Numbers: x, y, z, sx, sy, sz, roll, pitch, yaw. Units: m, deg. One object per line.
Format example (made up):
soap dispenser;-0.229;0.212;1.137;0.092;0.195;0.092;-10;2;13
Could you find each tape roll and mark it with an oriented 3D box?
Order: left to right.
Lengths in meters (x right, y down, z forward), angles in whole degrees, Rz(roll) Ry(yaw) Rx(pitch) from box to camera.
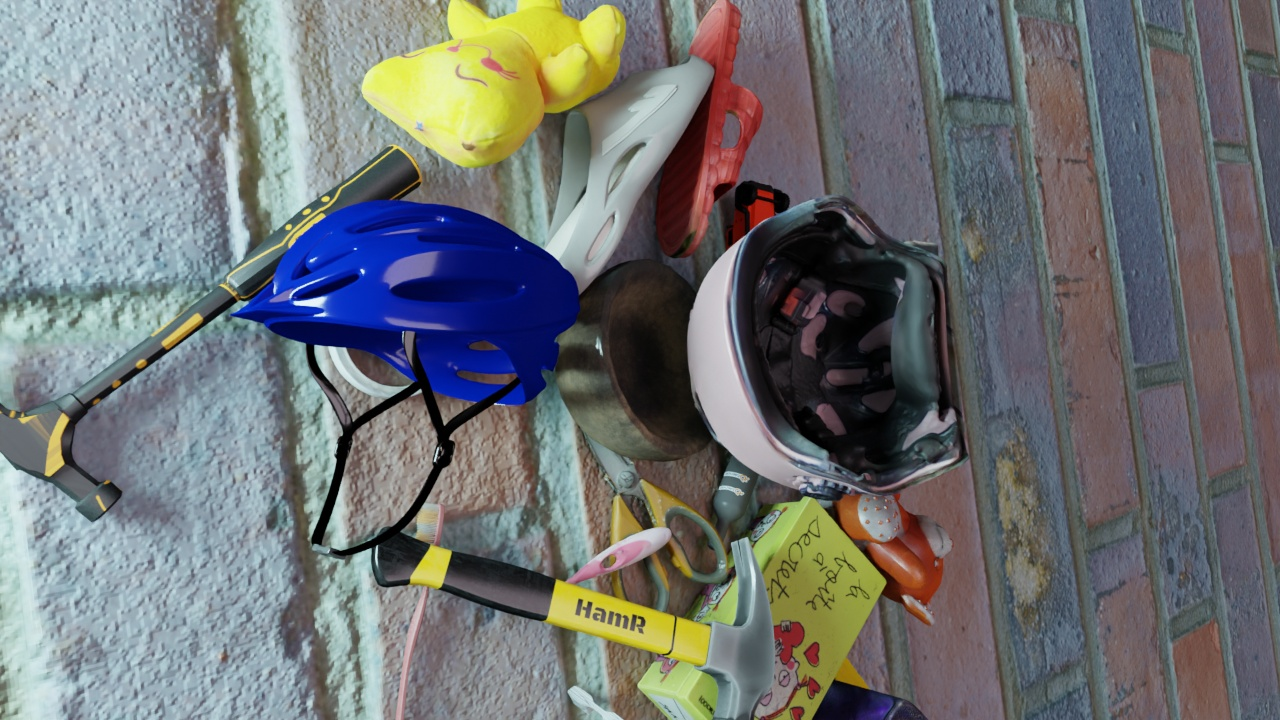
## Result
tape roll;-0.181;-0.018;0.670;0.093;0.013;0.093;5;82;-35

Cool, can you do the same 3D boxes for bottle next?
bottle;0.086;0.121;0.839;0.030;0.030;0.112;36;65;-28

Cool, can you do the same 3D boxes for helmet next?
helmet;-0.139;0.012;0.596;0.241;0.148;0.227;10;81;-44
helmet;0.133;-0.002;0.730;0.255;0.153;0.230;2;77;-36

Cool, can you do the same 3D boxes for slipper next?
slipper;-0.033;-0.163;0.747;0.080;0.113;0.265;34;71;-16
slipper;0.068;-0.206;0.819;0.059;0.104;0.248;15;73;-19

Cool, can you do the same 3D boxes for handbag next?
handbag;0.186;0.424;0.821;0.205;0.126;0.221;51;60;-20

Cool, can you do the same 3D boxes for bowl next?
bowl;-0.004;0.004;0.741;0.162;0.070;0.162;23;59;-46

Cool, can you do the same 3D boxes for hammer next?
hammer;-0.269;-0.048;0.600;0.319;0.036;0.123;-46;111;-28
hammer;-0.040;0.182;0.684;0.324;0.034;0.169;21;63;-17

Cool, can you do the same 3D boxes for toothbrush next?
toothbrush;-0.164;0.195;0.660;0.015;0.015;0.184;13;78;-31
toothbrush;-0.032;0.167;0.744;0.134;0.016;0.021;-22;93;-26
toothbrush;-0.008;0.270;0.661;0.010;0.182;0.010;-31;106;-26

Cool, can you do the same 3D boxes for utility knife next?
utility knife;0.212;0.327;0.916;0.030;0.019;0.218;-44;106;-25

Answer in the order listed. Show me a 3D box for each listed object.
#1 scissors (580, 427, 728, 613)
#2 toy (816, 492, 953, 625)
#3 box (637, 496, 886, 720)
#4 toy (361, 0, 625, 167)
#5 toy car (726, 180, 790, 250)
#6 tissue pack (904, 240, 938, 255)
scissors;-0.016;0.121;0.772;0.133;0.016;0.228;-39;101;-21
toy;0.244;0.167;0.899;0.172;0.093;0.163;54;17;-19
box;0.113;0.239;0.809;0.124;0.082;0.220;51;60;-13
toy;-0.107;-0.216;0.703;0.193;0.134;0.088;-46;155;-35
toy car;0.108;-0.118;0.869;0.051;0.049;0.100;6;81;-35
tissue pack;0.278;-0.026;0.957;0.071;0.104;0.181;-6;86;-21
